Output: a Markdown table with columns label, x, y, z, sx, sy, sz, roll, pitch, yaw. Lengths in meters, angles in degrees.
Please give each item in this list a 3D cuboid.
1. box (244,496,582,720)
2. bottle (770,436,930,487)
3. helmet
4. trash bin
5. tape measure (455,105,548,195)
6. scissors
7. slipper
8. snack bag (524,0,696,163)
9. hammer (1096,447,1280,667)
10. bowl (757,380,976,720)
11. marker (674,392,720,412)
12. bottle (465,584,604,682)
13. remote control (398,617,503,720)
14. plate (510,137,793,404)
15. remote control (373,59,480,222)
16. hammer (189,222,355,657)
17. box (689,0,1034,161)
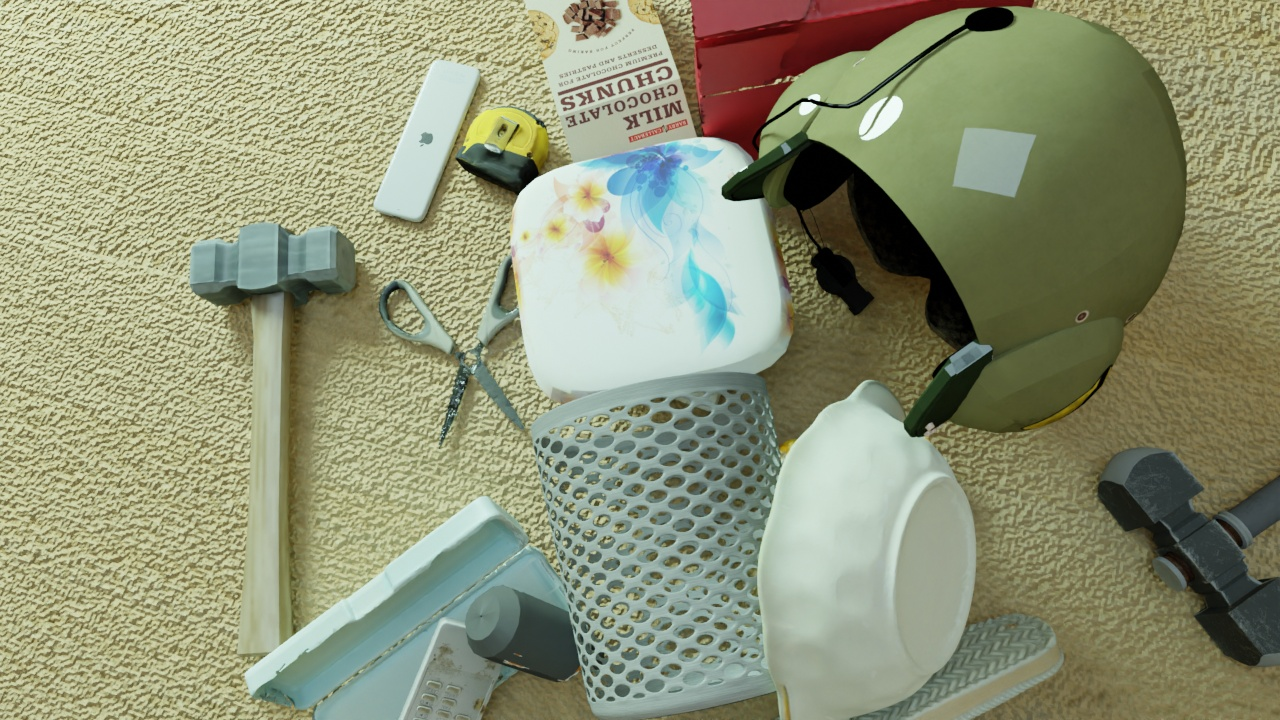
| label | x | y | z | sx | sy | sz | roll | pitch | yaw |
| --- | --- | --- | --- | --- | --- | --- | --- | --- | --- |
| box | -0.149 | 0.190 | 0.621 | 0.197 | 0.078 | 0.122 | -37 | 92 | -3 |
| bottle | 0.145 | 0.075 | 0.625 | 0.109 | 0.063 | 0.063 | -12 | 72 | -11 |
| helmet | 0.197 | -0.085 | 0.554 | 0.233 | 0.256 | 0.250 | -35 | 75 | -2 |
| trash bin | 0.023 | 0.118 | 0.580 | 0.156 | 0.156 | 0.183 | -12 | 75 | 3 |
| tape measure | -0.108 | -0.174 | 0.739 | 0.065 | 0.037 | 0.064 | 27 | 79 | 13 |
| scissors | -0.138 | -0.017 | 0.709 | 0.157 | 0.012 | 0.170 | 24 | 77 | 14 |
| slipper | 0.142 | 0.238 | 0.557 | 0.263 | 0.115 | 0.052 | -28 | 91 | -4 |
| snack bag | -0.021 | -0.217 | 0.725 | 0.094 | 0.070 | 0.206 | -17 | 73 | 1 |
| hammer | 0.476 | 0.054 | 0.608 | 0.322 | 0.043 | 0.156 | -32 | 73 | -6 |
| bowl | 0.143 | 0.118 | 0.527 | 0.060 | 0.188 | 0.219 | 2 | 67 | 42 |
| marker | -0.004 | 0.004 | 0.683 | 0.133 | 0.023 | 0.027 | 20 | 55 | 12 |
| bottle | -0.064 | 0.181 | 0.597 | 0.047 | 0.112 | 0.046 | -23 | 49 | 29 |
| remote control | -0.133 | 0.239 | 0.606 | 0.050 | 0.011 | 0.136 | 22 | 92 | -21 |
| plate | 0.003 | -0.067 | 0.632 | 0.187 | 0.016 | 0.186 | -12 | 72 | 5 |
| remote control | -0.177 | -0.184 | 0.765 | 0.045 | 0.008 | 0.146 | 15 | 76 | 10 |
| hammer | -0.278 | 0.053 | 0.690 | 0.117 | 0.051 | 0.322 | -6 | 76 | 5 |
| box | 0.130 | -0.254 | 0.564 | 0.211 | 0.379 | 0.123 | -9 | 57 | 4 |
